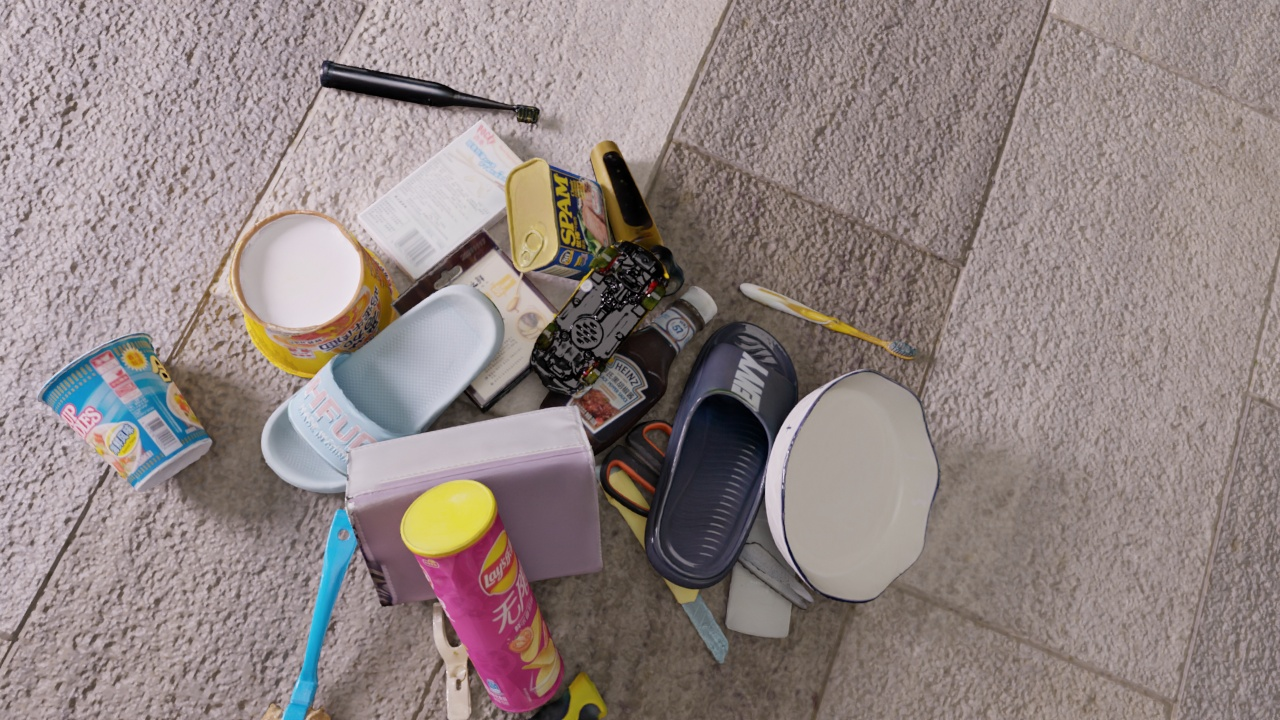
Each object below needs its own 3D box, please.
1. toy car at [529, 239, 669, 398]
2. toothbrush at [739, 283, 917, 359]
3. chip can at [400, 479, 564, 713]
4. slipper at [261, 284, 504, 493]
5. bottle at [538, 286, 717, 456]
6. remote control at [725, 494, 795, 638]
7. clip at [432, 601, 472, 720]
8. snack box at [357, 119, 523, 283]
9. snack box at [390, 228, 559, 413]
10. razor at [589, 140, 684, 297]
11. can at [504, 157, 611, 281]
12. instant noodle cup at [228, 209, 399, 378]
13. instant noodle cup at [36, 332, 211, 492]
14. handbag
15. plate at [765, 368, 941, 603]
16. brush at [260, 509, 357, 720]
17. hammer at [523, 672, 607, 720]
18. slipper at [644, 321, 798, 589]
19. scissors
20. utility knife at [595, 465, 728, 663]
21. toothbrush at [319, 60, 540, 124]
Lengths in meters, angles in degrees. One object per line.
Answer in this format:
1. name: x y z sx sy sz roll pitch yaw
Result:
1. toy car: -0.039 -0.038 0.825 0.071 0.041 0.156 37 88 -3
2. toothbrush: 0.188 -0.040 0.914 0.191 0.018 0.016 22 74 -3
3. chip can: -0.119 0.193 0.729 0.071 0.211 0.071 -9 37 7
4. slipper: -0.221 0.029 0.786 0.245 0.074 0.104 -38 92 8
5. bottle: -0.005 0.005 0.866 0.194 0.044 0.080 -43 87 -15
6. remote control: 0.117 0.179 0.854 0.058 0.021 0.150 9 76 3
7. clip: -0.158 0.258 0.792 0.034 0.072 0.100 -6 73 -11
8. snack box: -0.183 -0.152 0.883 0.156 0.027 0.084 -42 86 -14
9. snack box: -0.145 -0.035 0.849 0.113 0.053 0.125 -42 86 -14
10. razor: -0.009 -0.138 0.889 0.062 0.068 0.167 -15 74 -19
11. can: -0.075 -0.128 0.858 0.083 0.057 0.102 6 72 -52
12. instant noodle cup: -0.289 -0.063 0.806 0.138 0.110 0.138 2 77 -8
13. instant noodle cup: -0.426 0.048 0.776 0.099 0.099 0.110 -39 92 -14
14. handbag: -0.135 0.126 0.779 0.197 0.098 0.145 -10 121 -9
15. plate: 0.189 0.112 0.828 0.204 0.046 0.205 -2 94 -34
16. brush: -0.274 0.253 0.768 0.083 0.046 0.254 12 82 -3
17. hammer: -0.169 0.371 0.758 0.322 0.032 0.126 -29 103 -17
18. slipper: 0.084 0.073 0.824 0.110 0.083 0.267 23 62 -3
19. scissors: 0.055 0.157 0.835 0.141 0.022 0.235 -23 71 -21
20. utility knife: 0.022 0.182 0.842 0.031 0.022 0.210 -32 77 -12
21. toothbrush: -0.205 -0.262 0.904 0.212 0.026 0.027 10 64 -6
